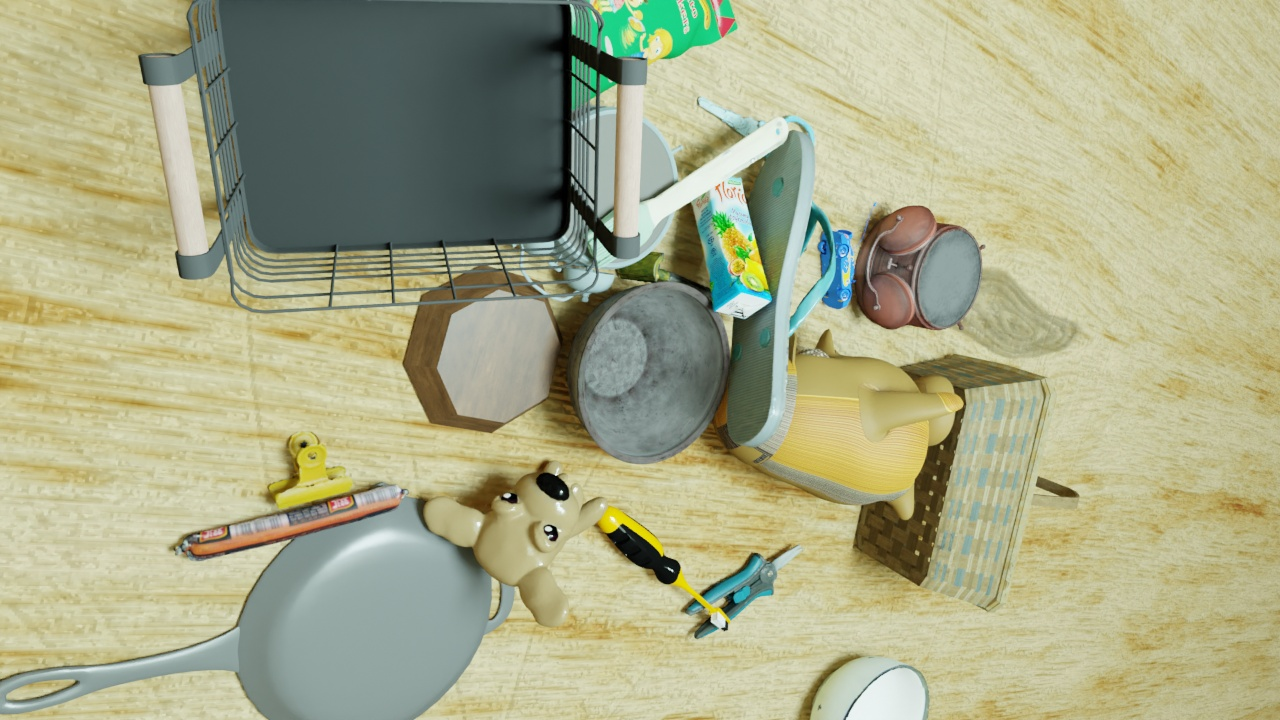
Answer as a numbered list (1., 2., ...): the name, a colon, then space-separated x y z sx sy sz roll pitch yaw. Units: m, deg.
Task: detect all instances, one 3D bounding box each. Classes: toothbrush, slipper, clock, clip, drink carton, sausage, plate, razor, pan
1. toothbrush: 0.025 0.189 0.826 0.196 0.031 0.030 46 32 -30
2. slipper: 0.116 -0.057 0.761 0.054 0.098 0.268 16 75 -23
3. clock: -0.036 -0.120 0.695 0.122 0.045 0.159 37 78 -36
4. clip: -0.222 0.075 0.621 0.052 0.039 0.047 -12 116 -32
5. drink carton: 0.070 -0.098 0.743 0.044 0.039 0.128 11 57 -37
6. sausage: -0.233 0.111 0.626 0.155 0.020 0.020 -12 109 -27
7. plate: -0.109 -0.005 0.686 0.131 0.025 0.131 -10 108 -33
8. razor: 0.030 -0.066 0.768 0.105 0.042 0.026 18 84 -47
9. clock: 0.269 -0.087 0.905 0.157 0.072 0.120 9 97 -38
10. pan: -0.244 0.200 0.646 0.353 0.024 0.216 -2 103 -35

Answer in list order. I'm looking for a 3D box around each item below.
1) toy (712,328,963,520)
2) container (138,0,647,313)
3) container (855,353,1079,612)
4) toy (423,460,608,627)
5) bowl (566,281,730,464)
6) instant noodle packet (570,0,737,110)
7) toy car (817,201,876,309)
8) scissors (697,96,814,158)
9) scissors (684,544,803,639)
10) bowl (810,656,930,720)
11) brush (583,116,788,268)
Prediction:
1. toy: 0.160 0.048 0.830 0.203 0.199 0.162 13 66 -19
2. container: -0.129 -0.124 0.521 0.241 0.130 0.163 -4 116 -14
3. container: 0.356 0.125 0.978 0.186 0.158 0.250 6 99 -26
4. toy: -0.080 0.127 0.701 0.106 0.134 0.108 -58 165 16
5. bowl: -0.004 0.005 0.737 0.144 0.067 0.145 -10 108 -33
6. instant noodle packet: -0.062 -0.259 0.609 0.252 0.090 0.196 -35 120 -17
7. toy car: 0.204 -0.100 0.877 0.061 0.033 0.092 -16 112 -24
8. scissors: 0.098 -0.195 0.795 0.138 0.015 0.063 15 97 -31
9. scissors: 0.104 0.228 0.905 0.129 0.019 0.137 24 83 -32
10. bowl: 0.244 0.395 1.017 0.153 0.073 0.153 -9 107 -33
11. brush: 0.042 -0.136 0.712 0.217 0.012 0.033 -36 120 -25
